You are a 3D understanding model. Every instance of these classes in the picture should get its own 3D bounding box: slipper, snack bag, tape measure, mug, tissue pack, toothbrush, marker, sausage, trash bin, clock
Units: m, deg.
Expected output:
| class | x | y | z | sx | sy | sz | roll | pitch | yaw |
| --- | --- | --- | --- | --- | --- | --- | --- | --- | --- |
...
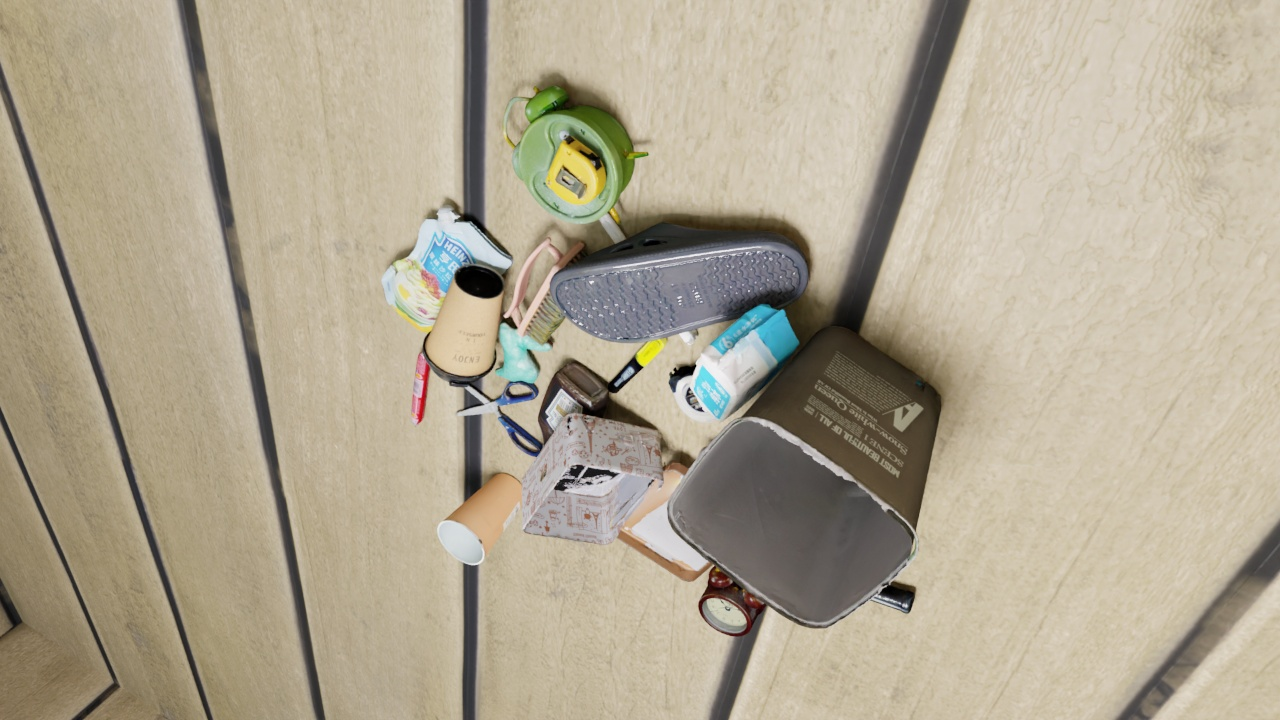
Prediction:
| class | x | y | z | sx | sy | sz | roll | pitch | yaw |
| --- | --- | --- | --- | --- | --- | --- | --- | --- | --- |
| slipper | 0.040 | -0.089 | 0.954 | 0.268 | 0.083 | 0.111 | -8 | 130 | 17 |
| snack bag | -0.247 | -0.109 | 1.141 | 0.110 | 0.038 | 0.192 | 49 | 131 | -4 |
| tape measure | -0.064 | -0.181 | 0.900 | 0.057 | 0.028 | 0.060 | 37 | 134 | 3 |
| mug | -0.217 | 0.218 | 1.294 | 0.078 | 0.122 | 0.078 | 17 | 129 | 23 |
| tissue pack | 0.101 | 0.002 | 0.928 | 0.063 | 0.090 | 0.140 | 48 | 166 | 11 |
| tape measure | 0.072 | 0.036 | 1.043 | 0.066 | 0.033 | 0.066 | -7 | 115 | 38 |
| toothbrush | 0.222 | 0.260 | 1.111 | 0.213 | 0.026 | 0.027 | 13 | 109 | 28 |
| marker | -0.006 | 0.006 | 1.084 | 0.018 | 0.015 | 0.124 | 47 | 135 | 2 |
| sausage | -0.311 | 0.039 | 1.297 | 0.020 | 0.020 | 0.156 | 29 | 132 | 12 |
| toothbrush | 0.008 | -0.093 | 1.007 | 0.016 | 0.016 | 0.180 | -29 | 101 | 40 |
| trash bin | 0.176 | 0.098 | 0.894 | 0.199 | 0.219 | 0.199 | 37 | 134 | 5 |
| clock | 0.121 | 0.305 | 1.186 | 0.082 | 0.055 | 0.122 | 27 | 135 | 15 |
| clock | -0.076 | -0.213 | 0.944 | 0.161 | 0.056 | 0.116 | 33 | 132 | 8 |

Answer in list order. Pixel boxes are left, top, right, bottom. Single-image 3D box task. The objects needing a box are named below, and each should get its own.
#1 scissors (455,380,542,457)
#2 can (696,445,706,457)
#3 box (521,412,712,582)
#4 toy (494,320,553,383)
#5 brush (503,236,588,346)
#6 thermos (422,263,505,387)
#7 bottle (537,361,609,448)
| class | x | y | z | sx | sy | sz | roll | pitch | yaw |
| --- | --- | --- | --- | --- | --- | --- | --- | --- | --- |
| scissors | -0.190 | 0.068 | 1.246 | 0.176 | 0.012 | 0.162 | -26 | 106 | 42 |
| can | 0.132 | 0.134 | 1.060 | 0.135 | 0.053 | 0.053 | 9 | 125 | 28 |
| box | -0.006 | 0.178 | 1.156 | 0.272 | 0.106 | 0.178 | 23 | 135 | -14 |
| toy | -0.150 | -0.009 | 1.155 | 0.096 | 0.030 | 0.092 | 9 | 128 | 24 |
| brush | -0.110 | -0.077 | 1.059 | 0.073 | 0.063 | 0.146 | 37 | 135 | -1 |
| thermos | -0.209 | -0.044 | 1.112 | 0.093 | 0.092 | 0.144 | 33 | 132 | 8 |
| bottle | -0.098 | 0.089 | 1.181 | 0.080 | 0.043 | 0.195 | 40 | 136 | 16 |
